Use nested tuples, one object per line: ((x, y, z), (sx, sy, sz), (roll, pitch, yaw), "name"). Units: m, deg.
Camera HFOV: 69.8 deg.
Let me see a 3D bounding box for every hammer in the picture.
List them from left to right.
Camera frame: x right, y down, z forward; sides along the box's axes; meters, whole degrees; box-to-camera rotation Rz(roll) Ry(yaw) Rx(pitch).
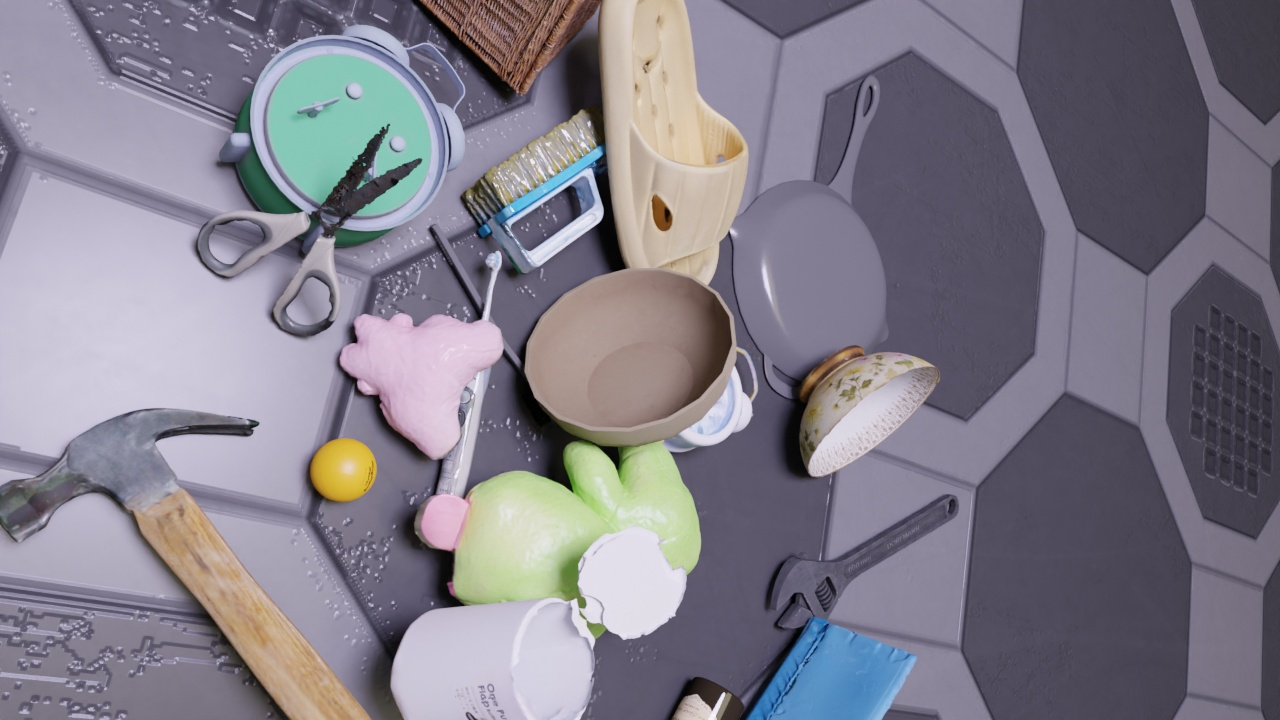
((-0.205, 0.169, 0.528), (0.131, 0.033, 0.330), (-40, 95, -35), "hammer")

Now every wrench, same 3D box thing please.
((0.218, 0.179, 0.857), (0.272, 0.018, 0.073), (-18, 104, -36), "wrench")

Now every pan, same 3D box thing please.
((0.187, -0.130, 0.870), (0.216, 0.024, 0.353), (30, 68, -28), "pan")

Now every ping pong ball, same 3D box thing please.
((-0.188, 0.069, 0.580), (0.040, 0.040, 0.040), (5, 82, -34), "ping pong ball")

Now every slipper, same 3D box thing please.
((0.030, -0.156, 0.684), (0.111, 0.079, 0.262), (-35, 126, -38), "slipper")

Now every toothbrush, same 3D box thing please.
((-0.116, 0.013, 0.640), (0.024, 0.022, 0.185), (24, 74, -61), "toothbrush")
((-0.107, -0.024, 0.664), (0.013, 0.013, 0.167), (-34, 104, -24), "toothbrush")

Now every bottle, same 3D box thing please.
((0.017, 0.330, 0.685), (0.045, 0.045, 0.184), (44, 62, -22), "bottle")

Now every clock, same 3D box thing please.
((-0.177, -0.151, 0.592), (0.122, 0.075, 0.161), (52, 59, -19), "clock")
((0.048, 0.024, 0.742), (0.125, 0.052, 0.089), (-21, 95, -37), "clock")

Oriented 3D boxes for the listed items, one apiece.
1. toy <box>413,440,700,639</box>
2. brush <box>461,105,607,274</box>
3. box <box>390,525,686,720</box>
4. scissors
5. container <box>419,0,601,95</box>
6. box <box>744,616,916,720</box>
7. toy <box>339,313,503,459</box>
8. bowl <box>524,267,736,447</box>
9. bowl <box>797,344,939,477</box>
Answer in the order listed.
((-0.040, 0.131, 0.638), (0.196, 0.107, 0.150), (-26, 112, -38), "toy")
((-0.058, -0.130, 0.682), (0.135, 0.055, 0.075), (-42, 103, -31), "brush")
((-0.058, 0.162, 0.548), (0.136, 0.147, 0.084), (-42, 113, -55), "box")
((-0.187, -0.071, 0.544), (0.012, 0.165, 0.150), (-81, 165, -53), "scissors")
((-0.064, -0.294, 0.613), (0.112, 0.199, 0.113), (38, 59, -12), "container")
((0.132, 0.327, 0.717), (0.231, 0.112, 0.094), (-46, 119, -27), "box")
((-0.149, 0.005, 0.606), (0.096, 0.053, 0.099), (26, 89, -9), "toy")
((-0.004, 0.004, 0.666), (0.152, 0.152, 0.050), (-52, 148, -27), "bowl")
((0.185, 0.034, 0.807), (0.144, 0.146, 0.063), (-17, 56, -35), "bowl")
